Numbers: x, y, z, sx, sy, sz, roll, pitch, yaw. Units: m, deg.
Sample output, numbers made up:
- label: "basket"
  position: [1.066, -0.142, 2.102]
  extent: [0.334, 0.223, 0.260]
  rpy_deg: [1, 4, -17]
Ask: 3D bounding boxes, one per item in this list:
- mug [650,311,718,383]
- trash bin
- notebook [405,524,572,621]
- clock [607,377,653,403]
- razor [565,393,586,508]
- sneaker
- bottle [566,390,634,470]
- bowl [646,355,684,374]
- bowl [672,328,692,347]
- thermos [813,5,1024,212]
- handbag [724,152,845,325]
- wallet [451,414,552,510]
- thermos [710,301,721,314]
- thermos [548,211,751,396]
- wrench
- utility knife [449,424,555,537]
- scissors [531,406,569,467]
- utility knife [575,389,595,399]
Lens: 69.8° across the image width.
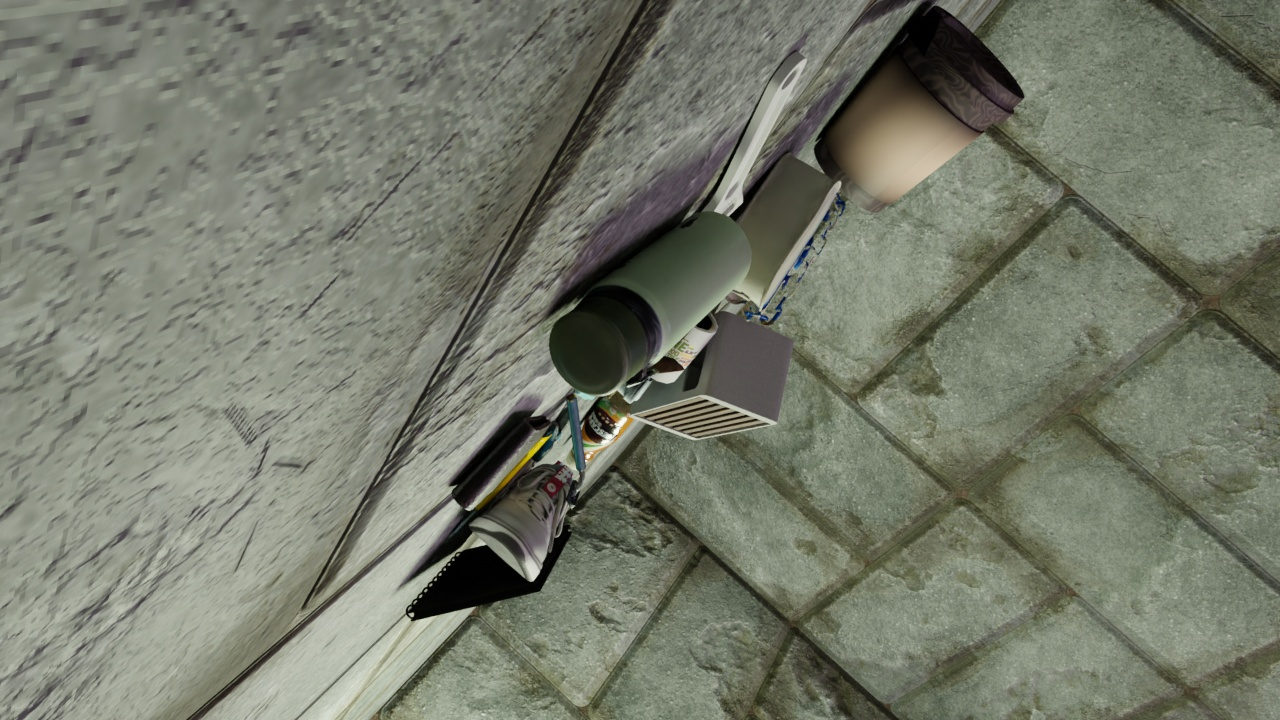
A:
- label: "mug"
  position: [0.048, -0.031, 1.146]
  extent: [0.105, 0.073, 0.090]
  rpy_deg: [-11, 146, -55]
- label: "trash bin"
  position: [0.093, 0.028, 1.266]
  extent: [0.229, 0.114, 0.114]
  rpy_deg: [-22, -130, 63]
- label: "notebook"
  position: [-0.187, 0.267, 1.174]
  extent: [0.169, 0.019, 0.231]
  rpy_deg: [-15, -175, 7]
- label: "clock"
  position: [0.006, 0.003, 1.237]
  extent: [0.129, 0.052, 0.090]
  rpy_deg: [-44, 173, -38]
- label: "razor"
  position: [-0.075, 0.103, 1.067]
  extent: [0.042, 0.022, 0.144]
  rpy_deg: [-74, 166, -61]
- label: "sneaker"
  position: [-0.127, 0.178, 1.088]
  extent: [0.128, 0.097, 0.263]
  rpy_deg: [-49, -176, -6]
- label: "bottle"
  position: [-0.063, 0.109, 1.404]
  extent: [0.168, 0.059, 0.059]
  rpy_deg: [-52, 174, 36]
- label: "bowl"
  position: [-0.006, 0.006, 1.069]
  extent: [0.114, 0.026, 0.102]
  rpy_deg: [-7, 179, -6]
- label: "bowl"
  position: [0.030, -0.047, 1.026]
  extent: [0.121, 0.056, 0.121]
  rpy_deg: [-48, 175, -6]
- label: "thermos"
  position: [0.351, -0.316, 1.196]
  extent: [0.227, 0.172, 0.172]
  rpy_deg: [-44, 178, 34]
- label: "handbag"
  position: [0.174, -0.134, 1.127]
  extent: [0.200, 0.093, 0.199]
  rpy_deg: [-57, 165, -5]
- label: "wallet"
  position: [-0.130, 0.092, 0.876]
  extent: [0.099, 0.031, 0.120]
  rpy_deg: [-46, 178, 2]
- label: "thermos"
  position: [0.077, -0.075, 1.249]
  extent: [0.052, 0.052, 0.224]
  rpy_deg: [-47, 175, -13]
- label: "thermos"
  position: [0.014, -0.046, 0.731]
  extent: [0.083, 0.082, 0.230]
  rpy_deg: [-52, 174, 38]
- label: "wrench"
  position: [0.081, -0.165, 0.794]
  extent: [0.086, 0.018, 0.274]
  rpy_deg: [-45, 173, -21]
- label: "utility knife"
  position: [-0.160, 0.141, 1.042]
  extent: [0.207, 0.018, 0.030]
  rpy_deg: [-50, 171, 24]
- label: "scissors"
  position: [-0.108, 0.093, 1.130]
  extent: [0.148, 0.019, 0.132]
  rpy_deg: [-50, 174, 9]
- label: "utility knife"
  position: [-0.065, 0.037, 1.092]
  extent: [0.022, 0.015, 0.119]
  rpy_deg: [-33, 174, 0]
